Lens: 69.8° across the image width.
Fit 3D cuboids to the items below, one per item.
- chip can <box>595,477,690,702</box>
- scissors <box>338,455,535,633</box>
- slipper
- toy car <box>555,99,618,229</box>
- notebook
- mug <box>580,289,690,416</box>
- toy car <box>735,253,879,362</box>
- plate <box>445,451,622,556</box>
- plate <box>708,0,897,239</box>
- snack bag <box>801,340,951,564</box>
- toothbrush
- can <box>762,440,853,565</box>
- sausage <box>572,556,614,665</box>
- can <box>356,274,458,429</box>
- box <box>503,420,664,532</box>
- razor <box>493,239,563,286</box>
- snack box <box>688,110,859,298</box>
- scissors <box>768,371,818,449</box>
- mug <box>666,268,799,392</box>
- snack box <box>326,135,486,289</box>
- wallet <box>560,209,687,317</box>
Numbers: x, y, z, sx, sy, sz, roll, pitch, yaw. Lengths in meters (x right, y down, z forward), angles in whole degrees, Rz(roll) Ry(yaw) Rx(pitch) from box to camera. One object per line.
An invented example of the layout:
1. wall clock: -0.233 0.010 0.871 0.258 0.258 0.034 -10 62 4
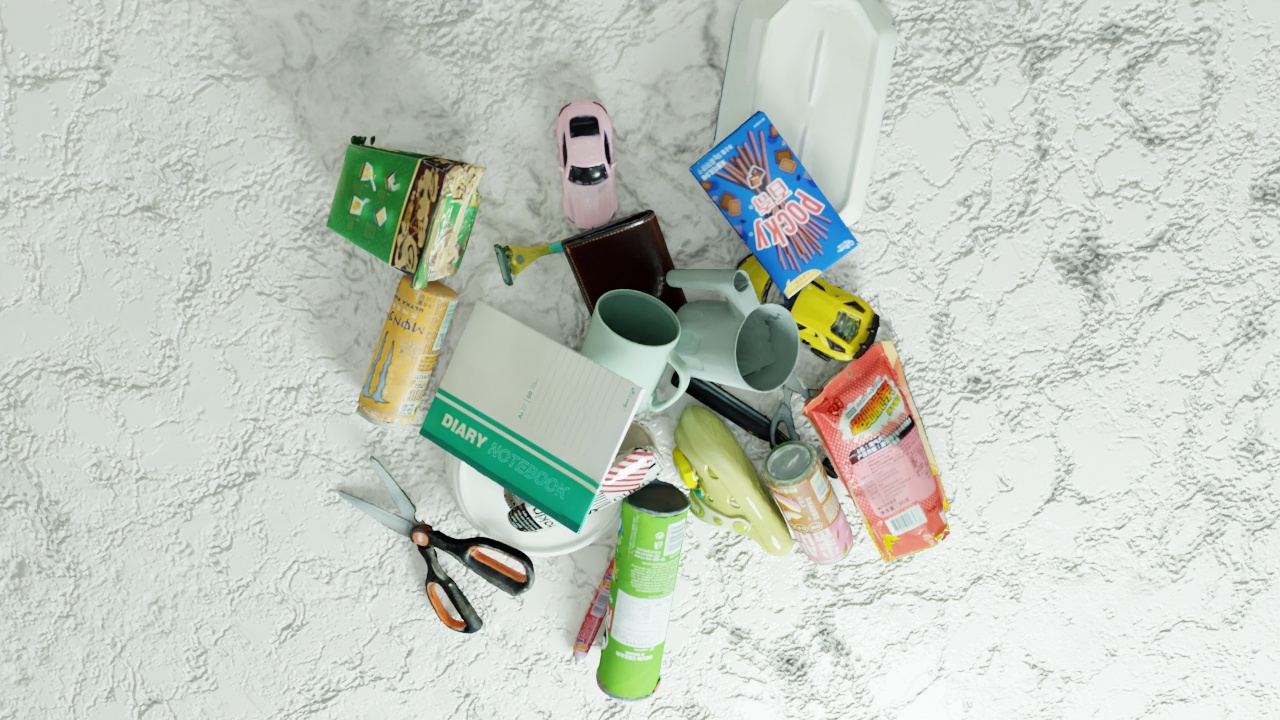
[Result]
1. chip can: 0.002 0.242 0.958 0.072 0.072 0.236 6 112 -6
2. scissors: -0.214 0.202 0.956 0.221 0.021 0.224 11 119 13
3. slipper: 0.086 0.137 0.944 0.082 0.091 0.190 -34 108 8
4. toy car: -0.050 -0.185 0.874 0.056 0.037 0.122 -5 106 -1
5. notebook: -0.109 0.049 0.874 0.209 0.012 0.150 27 96 27
6. mug: -0.005 0.005 0.884 0.112 0.082 0.107 34 130 16
7. toy car: 0.163 -0.054 0.915 0.156 0.041 0.071 28 90 -9
8. plate: -0.100 0.114 0.947 0.205 0.045 0.205 -1 104 -4
9. plate: 0.157 -0.234 0.875 0.162 0.034 0.266 8 104 -6
10. snack bag: 0.252 0.098 0.951 0.128 0.073 0.208 -33 104 -21
11. toothbrush: 0.125 0.067 0.960 0.212 0.026 0.027 32 68 -13
12. can: 0.173 0.148 0.942 0.058 0.058 0.147 -27 128 3
13. sausage: -0.044 0.268 1.005 0.020 0.020 0.156 22 102 -9
14. can: -0.228 -0.009 0.898 0.058 0.058 0.146 21 102 -9
15. box: -0.058 0.112 0.907 0.163 0.079 0.074 -29 140 6
16. razor: -0.074 -0.108 0.896 0.132 0.028 0.043 -13 117 -1
17. snack box: 0.125 -0.145 0.862 0.084 0.026 0.157 -38 101 7
18. scissors: 0.154 0.024 0.947 0.171 0.014 0.159 20 86 -16
19. mug: 0.079 -0.033 0.872 0.083 0.103 0.124 -38 116 -27
20. snack box: -0.218 -0.141 0.844 0.105 0.118 0.117 21 102 4
21. wallet: -0.013 -0.079 0.899 0.096 0.020 0.122 -18 122 6
